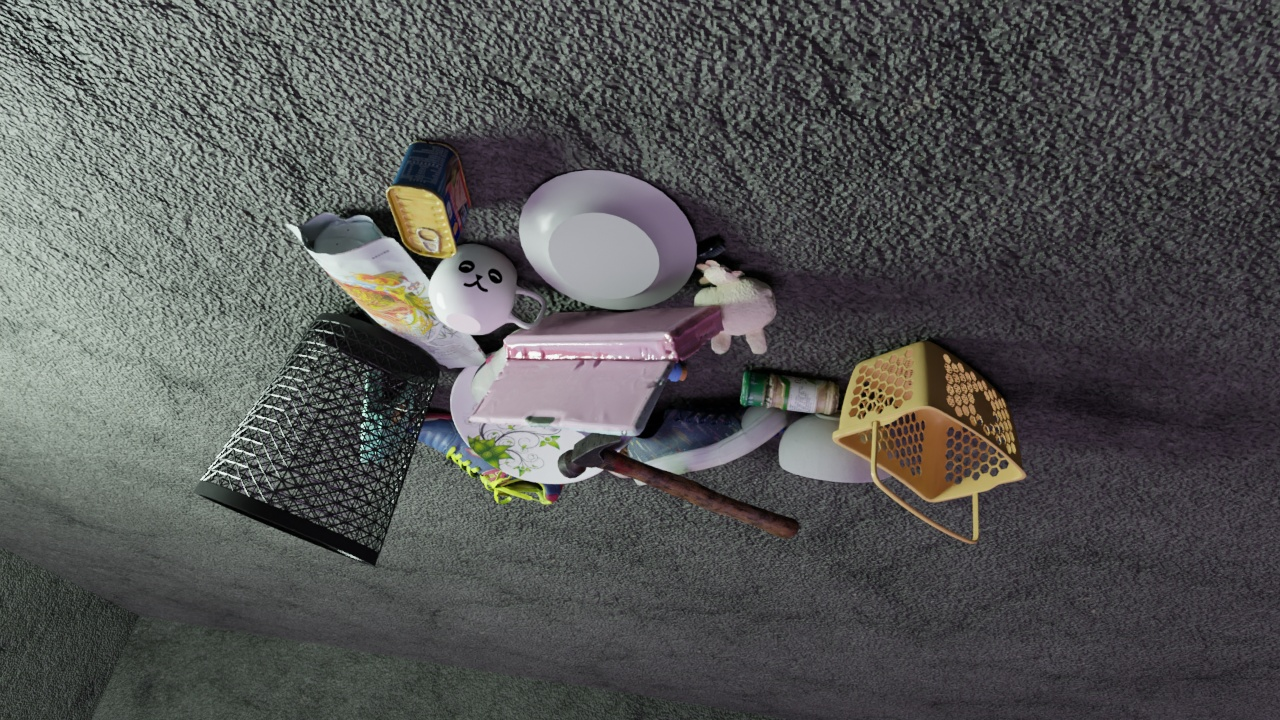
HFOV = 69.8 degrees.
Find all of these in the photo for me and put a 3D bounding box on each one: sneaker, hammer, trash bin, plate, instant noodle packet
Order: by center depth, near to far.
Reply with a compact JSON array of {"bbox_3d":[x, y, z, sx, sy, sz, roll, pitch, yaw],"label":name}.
[{"bbox_3d":[-0.033,-0.104,0.875,0.173,0.019,0.173,7,139,6],"label":"plate"},{"bbox_3d":[-0.275,-0.062,1.030,0.147,0.057,0.269,9,152,20],"label":"instant noodle packet"},{"bbox_3d":[-0.365,0.089,1.094,0.217,0.242,0.217,19,161,7],"label":"trash bin"},{"bbox_3d":[0.068,0.159,1.125,0.330,0.033,0.120,24,145,-26],"label":"hammer"},{"bbox_3d":[0.072,0.088,1.139,0.236,0.087,0.079,-23,97,33],"label":"sneaker"},{"bbox_3d":[-0.131,0.068,1.190,0.229,0.030,0.230,6,128,7],"label":"plate"},{"bbox_3d":[-0.224,0.144,1.320,0.241,0.090,0.116,18,152,-8],"label":"sneaker"}]

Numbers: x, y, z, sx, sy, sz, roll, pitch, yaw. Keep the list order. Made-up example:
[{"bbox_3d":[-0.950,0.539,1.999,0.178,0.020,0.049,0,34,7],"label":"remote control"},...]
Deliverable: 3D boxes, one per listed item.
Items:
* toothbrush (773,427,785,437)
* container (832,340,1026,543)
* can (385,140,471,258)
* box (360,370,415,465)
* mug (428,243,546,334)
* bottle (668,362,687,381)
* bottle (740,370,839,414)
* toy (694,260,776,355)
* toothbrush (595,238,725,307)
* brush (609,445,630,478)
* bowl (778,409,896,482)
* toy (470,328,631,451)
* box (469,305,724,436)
[{"bbox_3d":[0.233,0.117,1.186,0.190,0.017,0.016,25,148,-21],"label":"toothbrush"},{"bbox_3d":[0.309,0.092,0.970,0.183,0.166,0.130,32,144,-30],"label":"container"},{"bbox_3d":[-0.194,-0.148,0.852,0.054,0.058,0.100,9,149,5],"label":"can"},{"bbox_3d":[-0.352,0.088,1.299,0.079,0.077,0.189,3,151,-18],"label":"box"},{"bbox_3d":[-0.159,-0.065,0.962,0.124,0.076,0.090,19,149,-12],"label":"mug"},{"bbox_3d":[-0.006,0.006,1.049,0.131,0.048,0.048,9,154,-27],"label":"bottle"},{"bbox_3d":[0.171,0.038,1.051,0.110,0.042,0.043,7,149,7],"label":"bottle"},{"bbox_3d":[0.092,-0.056,0.914,0.087,0.050,0.112,-5,113,34],"label":"toy"},{"bbox_3d":[0.015,-0.085,0.929,0.017,0.014,0.189,25,148,-35],"label":"toothbrush"},{"bbox_3d":[-0.122,0.105,1.262,0.272,0.061,0.077,11,123,11],"label":"brush"},{"bbox_3d":[0.230,0.094,1.070,0.132,0.064,0.131,2,-172,0],"label":"bowl"},{"bbox_3d":[-0.092,0.044,1.089,0.209,0.085,0.138,22,128,-15],"label":"toy"},{"bbox_3d":[-0.052,-0.002,0.911,0.233,0.179,0.055,0,126,39],"label":"box"}]
